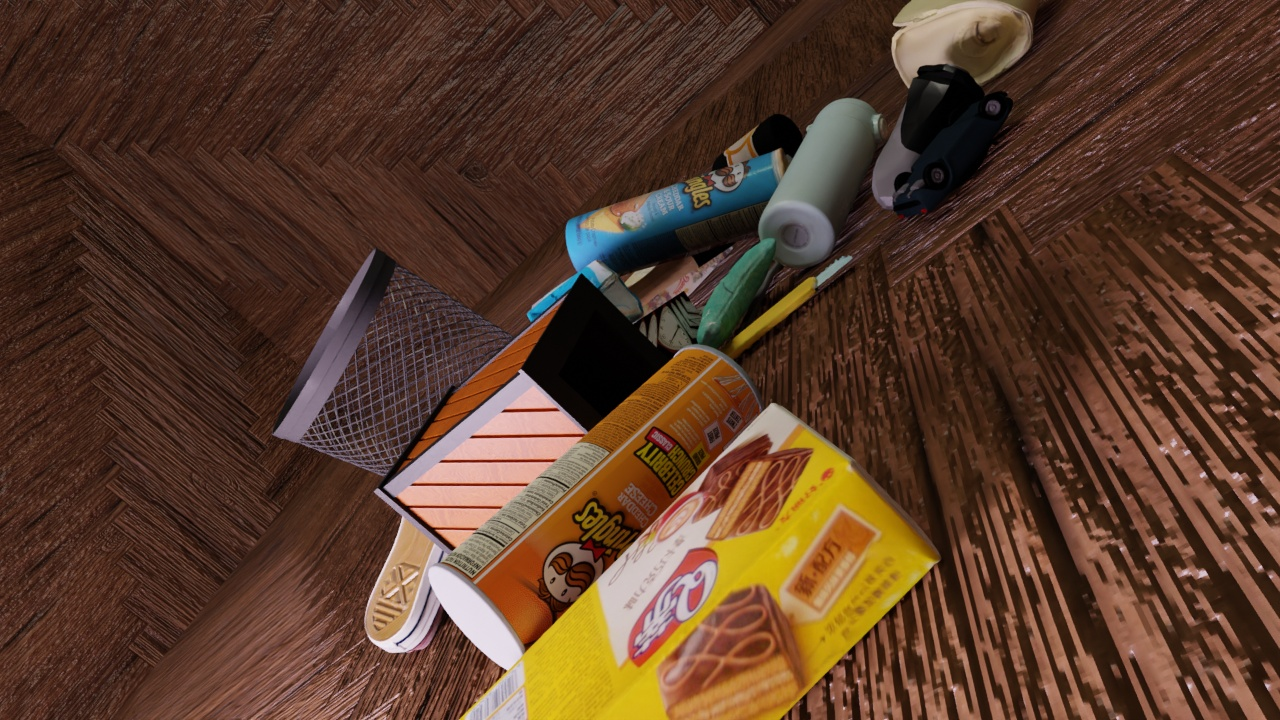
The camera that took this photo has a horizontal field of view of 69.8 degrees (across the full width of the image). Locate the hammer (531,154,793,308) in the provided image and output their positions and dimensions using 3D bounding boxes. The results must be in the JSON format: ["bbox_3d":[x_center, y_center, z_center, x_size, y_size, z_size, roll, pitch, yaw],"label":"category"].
[{"bbox_3d":[0.039,-0.101,0.964,0.328,0.039,0.131,-38,54,1],"label":"hammer"}]

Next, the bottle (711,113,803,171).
[{"bbox_3d":[0.123,-0.241,1.165,0.182,0.059,0.059,-30,21,48],"label":"bottle"}]

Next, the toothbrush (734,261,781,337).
[{"bbox_3d":[0.109,-0.064,0.806,0.013,0.013,0.166,-32,22,46],"label":"toothbrush"}]

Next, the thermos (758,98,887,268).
[{"bbox_3d":[0.165,-0.165,0.816,0.078,0.065,0.206,-7,35,34],"label":"thermos"}]

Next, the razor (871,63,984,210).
[{"bbox_3d":[0.218,-0.172,0.713,0.156,0.057,0.060,-59,-11,-20],"label":"razor"}]

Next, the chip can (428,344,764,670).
[{"bbox_3d":[-0.018,0.080,0.544,0.214,0.075,0.075,-40,9,-32],"label":"chip can"}]

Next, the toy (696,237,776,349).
[{"bbox_3d":[0.076,-0.053,0.755,0.105,0.033,0.085,-57,-2,-9],"label":"toy"}]

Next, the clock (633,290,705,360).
[{"bbox_3d":[-0.005,0.004,0.811,0.154,0.065,0.115,-35,3,-36],"label":"clock"}]

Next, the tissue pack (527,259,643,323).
[{"bbox_3d":[-0.049,-0.046,0.868,0.093,0.061,0.144,-34,-4,3],"label":"tissue pack"}]

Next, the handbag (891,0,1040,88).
[{"bbox_3d":[0.290,-0.296,0.801,0.111,0.081,0.119,-15,29,41],"label":"handbag"}]

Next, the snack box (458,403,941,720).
[{"bbox_3d":[0.015,0.130,0.415,0.230,0.061,0.110,-45,14,1],"label":"snack box"}]

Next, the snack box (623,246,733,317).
[{"bbox_3d":[0.026,-0.095,1.067,0.147,0.041,0.143,-46,14,-3],"label":"snack box"}]

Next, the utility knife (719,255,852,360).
[{"bbox_3d":[0.094,-0.026,0.722,0.179,0.017,0.030,-43,18,24],"label":"utility knife"}]

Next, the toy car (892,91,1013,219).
[{"bbox_3d":[0.223,-0.145,0.654,0.112,0.034,0.046,-49,14,-12],"label":"toy car"}]

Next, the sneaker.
[{"bbox_3d":[-0.170,0.153,0.845,0.118,0.088,0.240,-2,62,38],"label":"sneaker"}]

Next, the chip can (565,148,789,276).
[{"bbox_3d":[0.043,-0.139,0.911,0.230,0.080,0.079,-15,25,19],"label":"chip can"}]

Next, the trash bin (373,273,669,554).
[{"bbox_3d":[-0.070,0.062,0.694,0.172,0.139,0.139,-37,16,31],"label":"trash bin"}]

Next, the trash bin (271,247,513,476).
[{"bbox_3d":[-0.234,0.031,0.987,0.218,0.227,0.217,-49,23,29],"label":"trash bin"}]
